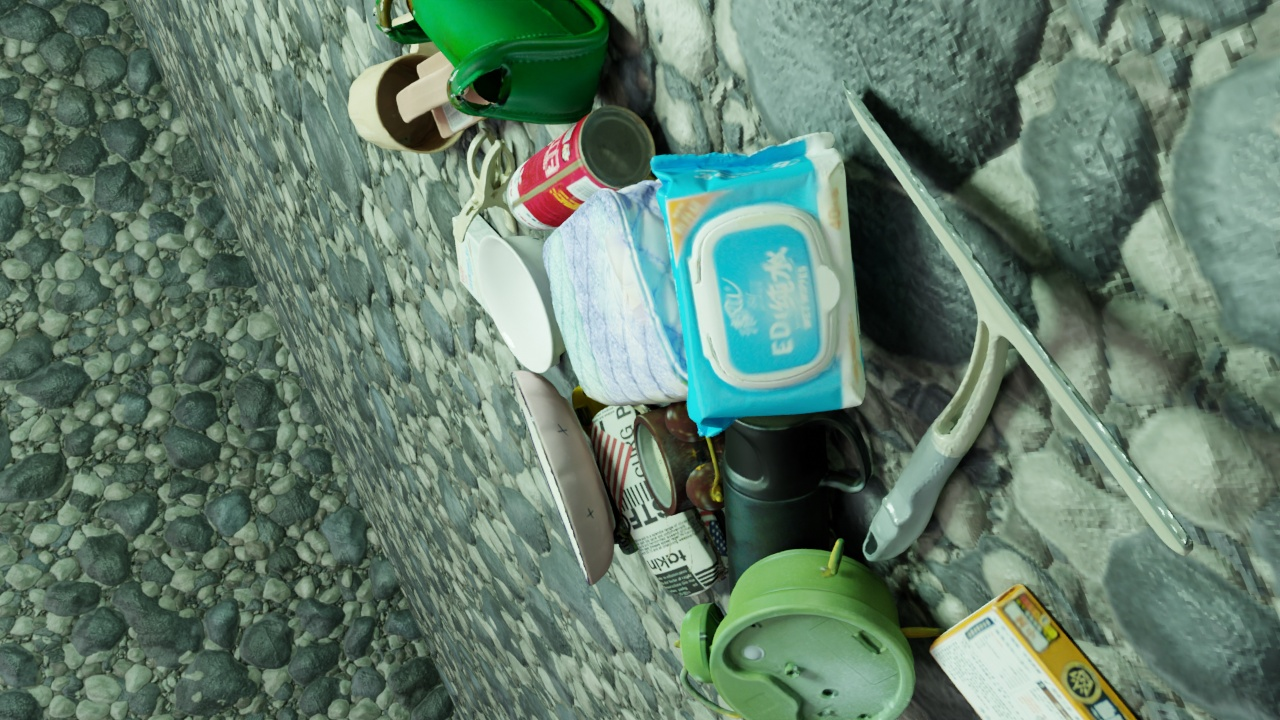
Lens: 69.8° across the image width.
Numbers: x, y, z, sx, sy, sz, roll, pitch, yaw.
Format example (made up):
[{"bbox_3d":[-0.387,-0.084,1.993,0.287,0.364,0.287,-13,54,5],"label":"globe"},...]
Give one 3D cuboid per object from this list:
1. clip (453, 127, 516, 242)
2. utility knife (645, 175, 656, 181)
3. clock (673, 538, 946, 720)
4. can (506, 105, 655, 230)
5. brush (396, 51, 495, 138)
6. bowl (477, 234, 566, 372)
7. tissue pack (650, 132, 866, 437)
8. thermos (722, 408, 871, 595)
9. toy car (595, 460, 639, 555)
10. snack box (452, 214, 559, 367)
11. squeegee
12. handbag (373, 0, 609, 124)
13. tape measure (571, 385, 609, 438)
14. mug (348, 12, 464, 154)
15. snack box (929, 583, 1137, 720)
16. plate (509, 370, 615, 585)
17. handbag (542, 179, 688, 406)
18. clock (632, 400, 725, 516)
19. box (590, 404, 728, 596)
[{"bbox_3d":[-0.129,-0.151,0.796,0.034,0.060,0.097,42,135,37],"label":"clip"},{"bbox_3d":[0.015,-0.102,0.602,0.178,0.019,0.031,45,142,43],"label":"utility knife"},{"bbox_3d":[0.091,0.178,0.557,0.116,0.056,0.162,42,121,-14],"label":"clock"},{"bbox_3d":[-0.044,-0.125,0.618,0.133,0.053,0.053,-10,104,61],"label":"can"},{"bbox_3d":[-0.139,-0.215,0.717,0.146,0.072,0.063,6,117,58],"label":"brush"},{"bbox_3d":[-0.077,-0.056,0.748,0.118,0.064,0.118,44,147,38],"label":"bowl"},{"bbox_3d":[0.059,-0.036,0.451,0.063,0.090,0.140,-73,-25,-81],"label":"tissue pack"},{"bbox_3d":[0.098,0.127,0.591,0.090,0.068,0.243,15,129,30],"label":"thermos"},{"bbox_3d":[-0.017,0.130,0.832,0.091,0.036,0.043,68,157,11],"label":"toy car"},{"bbox_3d":[-0.128,-0.068,0.876,0.157,0.026,0.085,46,149,33],"label":"snack box"},{"bbox_3d":[0.147,0.035,0.446,0.247,0.039,0.246,89,164,-51],"label":"squeegee"},{"bbox_3d":[-0.092,-0.205,0.585,0.131,0.120,0.068,52,146,28],"label":"handbag"},{"bbox_3d":[-0.041,0.047,0.813,0.060,0.028,0.057,64,155,2],"label":"tape measure"},{"bbox_3d":[-0.208,-0.249,0.821,0.104,0.084,0.125,22,107,56],"label":"mug"},{"bbox_3d":[0.220,0.194,0.464,0.153,0.026,0.075,53,151,22],"label":"snack box"},{"bbox_3d":[-0.061,0.094,0.781,0.192,0.039,0.192,159,91,-80],"label":"plate"},{"bbox_3d":[0.002,-0.037,0.583,0.194,0.075,0.134,170,82,-72],"label":"handbag"},{"bbox_3d":[0.036,0.064,0.638,0.122,0.055,0.082,149,104,-74],"label":"clock"},{"bbox_3d":[0.026,0.102,0.733,0.075,0.077,0.163,-35,78,44],"label":"box"}]
